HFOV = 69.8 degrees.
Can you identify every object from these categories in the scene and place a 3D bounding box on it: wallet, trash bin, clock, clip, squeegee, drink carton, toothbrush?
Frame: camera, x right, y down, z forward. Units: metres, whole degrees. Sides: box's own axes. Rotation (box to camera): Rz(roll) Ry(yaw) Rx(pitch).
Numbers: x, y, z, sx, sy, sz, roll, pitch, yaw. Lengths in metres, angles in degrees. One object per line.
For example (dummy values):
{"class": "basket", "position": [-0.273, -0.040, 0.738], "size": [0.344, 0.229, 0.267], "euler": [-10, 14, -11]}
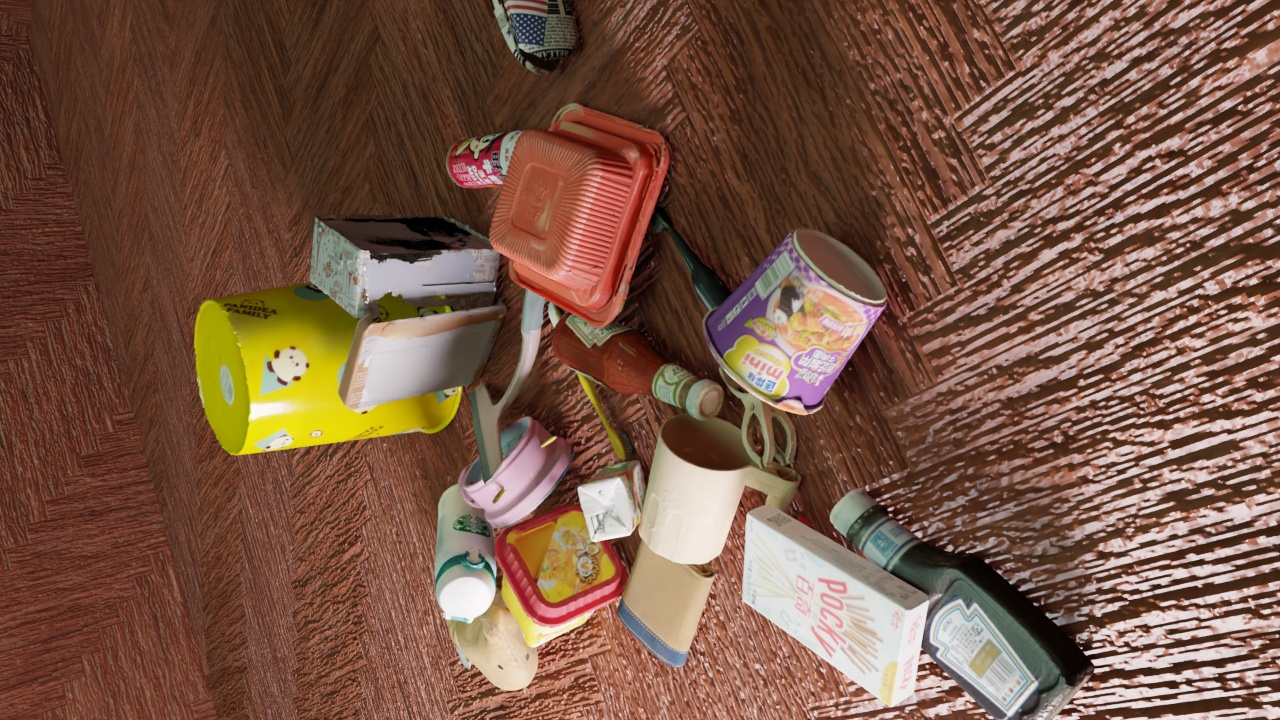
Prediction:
{"class": "wallet", "position": [0.023, 0.226, 0.886], "size": [0.090, 0.033, 0.115], "euler": [35, 123, 36]}
{"class": "trash bin", "position": [-0.388, 0.001, 1.134], "size": [0.230, 0.254, 0.230], "euler": [14, 108, 47]}
{"class": "clock", "position": [-0.139, 0.114, 0.979], "size": [0.060, 0.117, 0.159], "euler": [46, 161, -15]}
{"class": "clip", "position": [0.097, 0.042, 0.756], "size": [0.062, 0.034, 0.097], "euler": [-31, 70, 49]}
{"class": "squeegee", "position": [-0.125, -0.027, 0.974], "size": [0.247, 0.040, 0.250], "euler": [-124, 50, -67]}
{"class": "drink carton", "position": [-0.024, 0.128, 0.850], "size": [0.045, 0.122, 0.053], "euler": [-13, 90, 7]}
{"class": "toothbrush", "position": [0.058, -0.059, 0.767], "size": [0.027, 0.026, 0.212], "euler": [-56, 49, 31]}
{"class": "toothbrush", "position": [-0.053, 0.017, 0.937], "size": [0.016, 0.018, 0.191], "euler": [-50, 59, 45]}

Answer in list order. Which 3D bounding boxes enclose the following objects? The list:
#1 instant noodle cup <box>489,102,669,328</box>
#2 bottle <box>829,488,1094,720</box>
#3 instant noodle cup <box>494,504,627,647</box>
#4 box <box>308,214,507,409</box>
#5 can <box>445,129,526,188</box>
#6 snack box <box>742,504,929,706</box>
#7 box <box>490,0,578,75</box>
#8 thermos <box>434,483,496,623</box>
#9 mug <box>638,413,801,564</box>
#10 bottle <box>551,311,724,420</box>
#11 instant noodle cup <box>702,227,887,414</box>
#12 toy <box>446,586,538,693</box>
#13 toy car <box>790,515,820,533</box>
{"class": "instant noodle cup", "position": [-0.067, -0.141, 0.846], "size": [0.165, 0.079, 0.189], "euler": [27, 103, 40]}
{"class": "bottle", "position": [0.213, 0.166, 0.644], "size": [0.195, 0.043, 0.080], "euler": [45, 129, 34]}
{"class": "instant noodle cup", "position": [-0.091, 0.233, 0.966], "size": [0.116, 0.116, 0.124], "euler": [55, 146, 26]}
{"class": "box", "position": [-0.262, -0.051, 1.038], "size": [0.156, 0.182, 0.193], "euler": [34, 120, 40]}
{"class": "can", "position": [-0.148, -0.210, 0.961], "size": [0.133, 0.053, 0.053], "euler": [8, 105, 48]}
{"class": "snack box", "position": [0.139, 0.178, 0.689], "size": [0.157, 0.026, 0.085], "euler": [27, 123, 48]}
{"class": "box", "position": [-0.107, -0.359, 0.871], "size": [0.081, 0.074, 0.163], "euler": [-23, 79, 40]}
{"class": "thermos", "position": [-0.194, 0.207, 1.023], "size": [0.224, 0.073, 0.073], "euler": [-125, 35, -72]}
{"class": "mug", "position": [0.064, 0.118, 0.786], "size": [0.125, 0.084, 0.104], "euler": [22, 120, 15]}
{"class": "bottle", "position": [-0.005, 0.005, 0.837], "size": [0.206, 0.059, 0.060], "euler": [25, 117, 47]}
{"class": "instant noodle cup", "position": [0.117, -0.034, 0.666], "size": [0.111, 0.111, 0.099], "euler": [53, 124, 27]}
{"class": "toy", "position": [-0.165, 0.316, 1.055], "size": [0.143, 0.082, 0.226], "euler": [55, 156, -4]}
{"class": "toy car", "position": [0.142, 0.173, 0.734], "size": [0.106, 0.031, 0.049], "euler": [60, 141, 17]}
